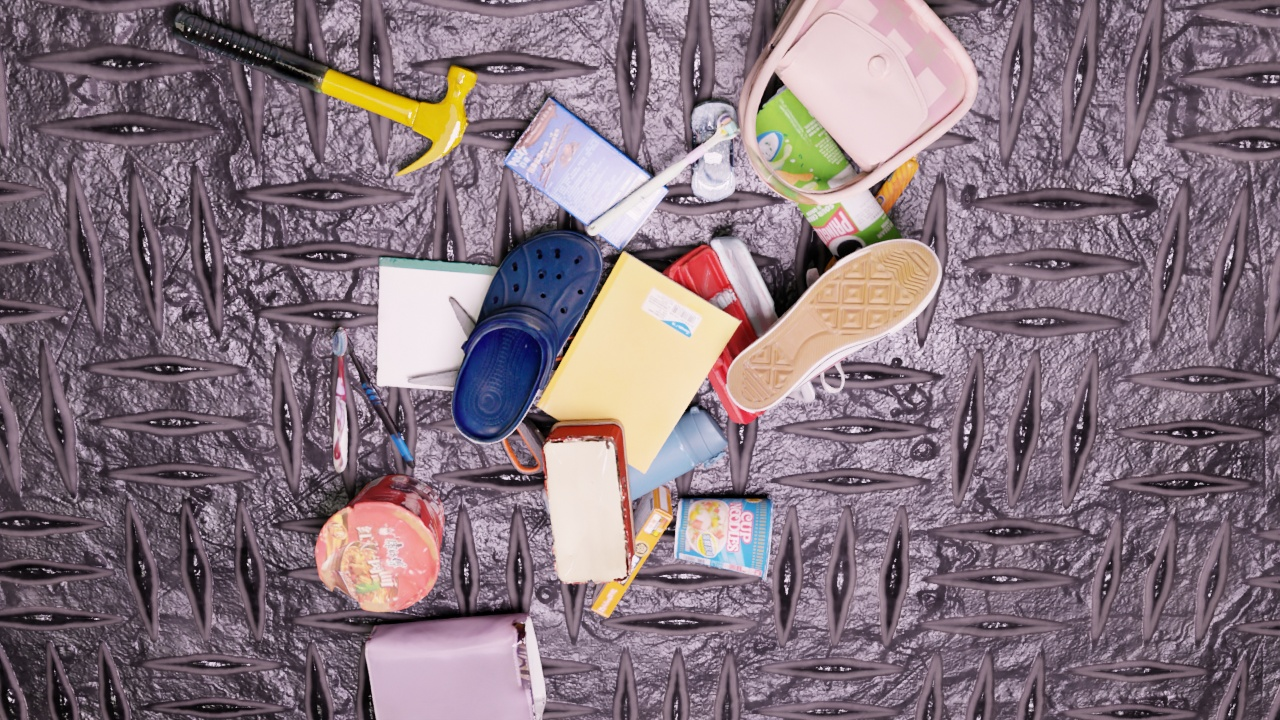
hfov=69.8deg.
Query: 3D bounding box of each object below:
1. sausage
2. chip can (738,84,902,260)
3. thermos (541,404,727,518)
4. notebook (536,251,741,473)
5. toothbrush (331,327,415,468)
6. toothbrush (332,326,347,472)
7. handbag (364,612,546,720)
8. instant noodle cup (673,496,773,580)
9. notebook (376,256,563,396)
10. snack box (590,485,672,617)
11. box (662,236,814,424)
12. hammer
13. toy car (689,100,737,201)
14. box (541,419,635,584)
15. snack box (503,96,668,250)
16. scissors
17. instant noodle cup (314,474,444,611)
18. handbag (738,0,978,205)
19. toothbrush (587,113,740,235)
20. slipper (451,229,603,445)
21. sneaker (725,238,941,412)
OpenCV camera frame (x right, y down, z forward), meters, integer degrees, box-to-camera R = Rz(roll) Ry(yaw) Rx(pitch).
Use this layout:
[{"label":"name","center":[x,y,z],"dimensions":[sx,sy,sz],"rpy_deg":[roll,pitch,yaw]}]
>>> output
[{"label":"sausage","center":[0.249,-0.152,0.993],"dimensions":[0.021,0.021,0.165],"rpy_deg":[31,105,-10]},{"label":"chip can","center":[0.197,-0.171,0.946],"dimensions":[0.072,0.072,0.236],"rpy_deg":[-36,97,10]},{"label":"thermos","center":[-0.006,0.127,1.061],"dimensions":[0.221,0.070,0.070],"rpy_deg":[-28,106,9]},{"label":"notebook","center":[-0.006,0.006,0.989],"dimensions":[0.146,0.010,0.207],"rpy_deg":[31,110,2]},{"label":"toothbrush","center":[-0.306,0.047,1.059],"dimensions":[0.014,0.016,0.189],"rpy_deg":[-20,108,11]},{"label":"toothbrush","center":[-0.344,0.049,1.048],"dimensions":[0.016,0.017,0.188],"rpy_deg":[10,115,1]},{"label":"handbag","center":[-0.224,0.385,1.127],"dimensions":[0.197,0.098,0.145],"rpy_deg":[-5,110,2]},{"label":"instant noodle cup","center":[0.096,0.203,1.076],"dimensions":[0.110,0.099,0.099],"rpy_deg":[5,108,5]},{"label":"notebook","center":[-0.190,-0.035,1.034],"dimensions":[0.209,0.012,0.150],"rpy_deg":[5,107,-3]},{"label":"snack box","center":[-0.011,0.223,1.086],"dimensions":[0.026,0.075,0.154],"rpy_deg":[28,106,-9]},{"label":"box","center":[0.116,-0.034,0.989],"dimensions":[0.095,0.100,0.201],"rpy_deg":[-39,109,-33]},{"label":"hammer","center":[-0.325,-0.287,0.941],"dimensions":[0.300,0.032,0.129],"rpy_deg":[20,106,-7]},{"label":"toy car","center":[0.077,-0.219,0.966],"dimensions":[0.049,0.031,0.106],"rpy_deg":[-1,110,2]},{"label":"box","center":[-0.058,0.156,0.993],"dimensions":[0.091,0.077,0.168],"rpy_deg":[-3,104,7]},{"label":"snack box","center":[-0.057,-0.197,0.974],"dimensions":[0.157,0.026,0.085],"rpy_deg":[36,105,-12]},{"label":"scissors","center":[-0.145,0.027,1.038],"dimensions":[0.233,0.021,0.221],"rpy_deg":[-11,101,2]},{"label":"instant noodle cup","center":[-0.289,0.201,1.060],"dimensions":[0.138,0.108,0.138],"rpy_deg":[0,108,0]},{"label":"handbag","center":[0.190,-0.251,0.883],"dimensions":[0.193,0.093,0.234],"rpy_deg":[43,79,-11]},{"label":"toothbrush","center":[0.020,-0.189,0.951],"dimensions":[0.190,0.020,0.029],"rpy_deg":[-35,69,13]},{"label":"slipper","center":[-0.130,-0.028,0.970],"dimensions":[0.105,0.095,0.253],"rpy_deg":[27,93,-5]},{"label":"sneaker","center":[0.190,-0.034,0.924],"dimensions":[0.241,0.087,0.118],"rpy_deg":[-39,84,13]}]
